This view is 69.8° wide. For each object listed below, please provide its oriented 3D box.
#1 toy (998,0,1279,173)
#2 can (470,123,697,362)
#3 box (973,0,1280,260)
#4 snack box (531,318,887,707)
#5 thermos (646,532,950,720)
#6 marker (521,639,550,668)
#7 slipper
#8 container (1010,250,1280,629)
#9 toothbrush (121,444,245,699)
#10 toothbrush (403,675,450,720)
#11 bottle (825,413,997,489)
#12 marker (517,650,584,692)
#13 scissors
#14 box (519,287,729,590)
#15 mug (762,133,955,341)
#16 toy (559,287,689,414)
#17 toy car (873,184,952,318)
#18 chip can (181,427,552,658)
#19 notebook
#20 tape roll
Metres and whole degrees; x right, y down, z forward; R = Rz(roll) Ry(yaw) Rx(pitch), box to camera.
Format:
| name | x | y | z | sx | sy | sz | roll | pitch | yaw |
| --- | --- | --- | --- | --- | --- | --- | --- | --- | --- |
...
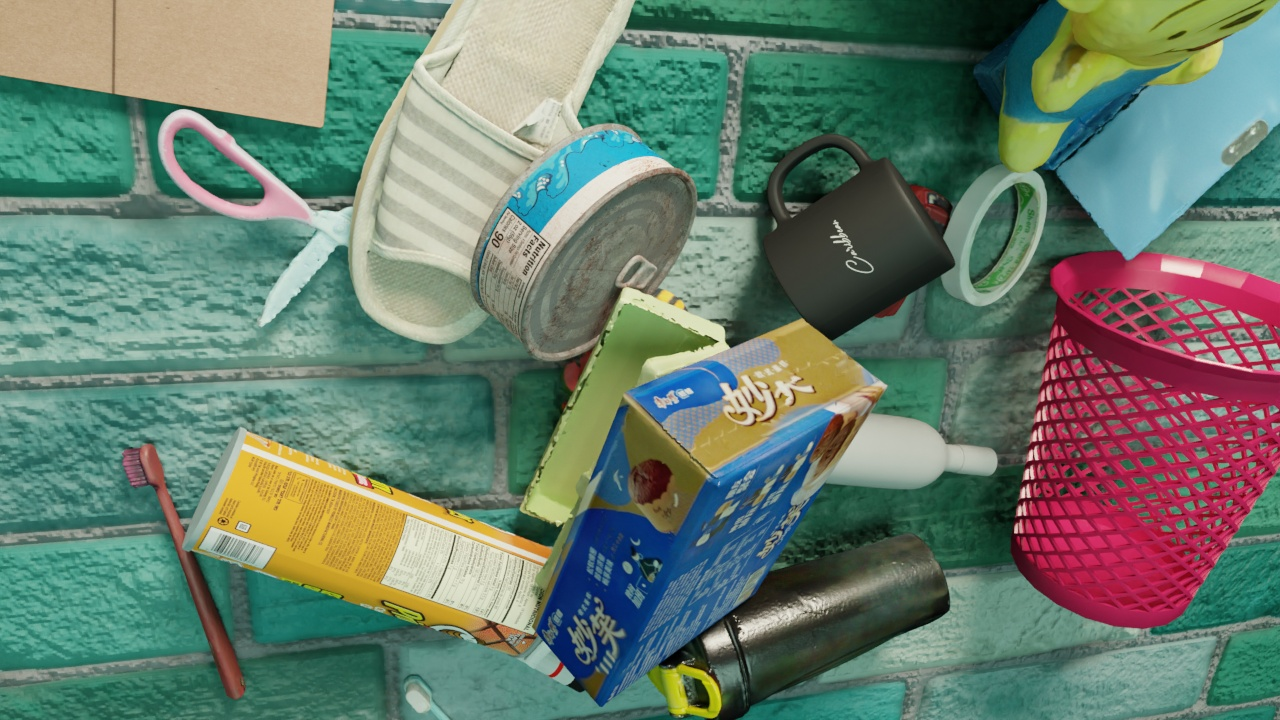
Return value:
| name | x | y | z | sx | sy | sz | roll | pitch | yaw |
| --- | --- | --- | --- | --- | --- | --- | --- | --- | --- |
| toy | 0.262 | -0.186 | 0.466 | 0.149 | 0.214 | 0.084 | -30 | 80 | 4 |
| can | -0.029 | -0.062 | 0.507 | 0.129 | 0.044 | 0.130 | -40 | 159 | -19 |
| box | 0.351 | -0.205 | 0.601 | 0.232 | 0.047 | 0.177 | -42 | 108 | 4 |
| snack box | 0.036 | 0.089 | 0.538 | 0.154 | 0.069 | 0.203 | -21 | 145 | -41 |
| thermos | 0.112 | 0.192 | 0.668 | 0.220 | 0.098 | 0.098 | -15 | 115 | -14 |
| marker | -0.034 | 0.161 | 0.642 | 0.017 | 0.020 | 0.133 | 44 | 85 | -3 |
| slipper | -0.074 | -0.131 | 0.498 | 0.114 | 0.054 | 0.273 | 19 | 104 | -30 |
| container | 0.357 | 0.062 | 0.649 | 0.183 | 0.183 | 0.226 | -4 | 120 | -15 |
| toothbrush | -0.283 | 0.137 | 0.575 | 0.016 | 0.016 | 0.190 | -11 | 114 | -7 |
| toothbrush | -0.123 | 0.297 | 0.686 | 0.016 | 0.016 | 0.181 | -32 | 117 | -3 |
| bottle | 0.166 | 0.064 | 0.652 | 0.195 | 0.052 | 0.052 | 7 | 109 | -18 |
| marker | -0.093 | 0.197 | 0.651 | 0.145 | 0.019 | 0.019 | 39 | 97 | -25 |
| scissors | -0.169 | -0.092 | 0.506 | 0.172 | 0.013 | 0.170 | -48 | 122 | 1 |
| box | -0.012 | 0.051 | 0.553 | 0.077 | 0.090 | 0.188 | 9 | 127 | -24 |
| mug | 0.124 | -0.082 | 0.563 | 0.088 | 0.078 | 0.113 | -33 | 81 | 22 |
| toy | -0.003 | 0.003 | 0.587 | 0.084 | 0.046 | 0.103 | 25 | 98 | -10 |
| toy car | 0.173 | -0.071 | 0.611 | 0.042 | 0.036 | 0.091 | 19 | 111 | -23 |
| chip can | -0.158 | 0.117 | 0.569 | 0.215 | 0.075 | 0.075 | 27 | 102 | -24 |
| notebook | -0.258 | -0.203 | 0.447 | 0.209 | 0.008 | 0.141 | 6 | 110 | -18 |
| tape roll | 0.236 | -0.083 | 0.613 | 0.093 | 0.018 | 0.094 | -20 | 124 | -33 |
